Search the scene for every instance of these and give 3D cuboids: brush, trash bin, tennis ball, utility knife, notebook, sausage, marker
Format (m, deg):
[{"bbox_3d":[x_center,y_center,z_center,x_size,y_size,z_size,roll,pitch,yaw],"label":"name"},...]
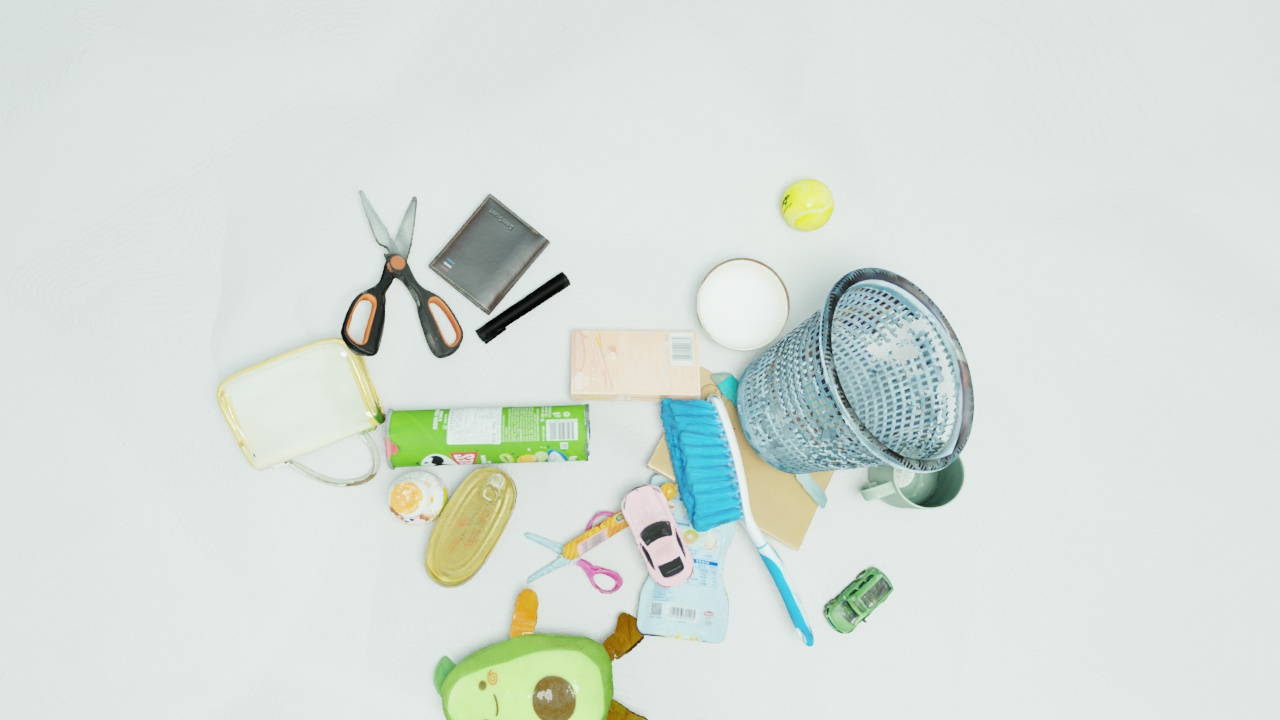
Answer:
[{"bbox_3d":[0.111,0.184,1.061,0.109,0.061,0.314,-10,77,-19],"label":"brush"},{"bbox_3d":[0.223,0.035,1.034,0.226,0.196,0.226,13,65,-30],"label":"trash bin"},{"bbox_3d":[0.209,-0.194,1.148,0.065,0.065,0.065,0,82,-4],"label":"tennis ball"},{"bbox_3d":[0.158,0.094,1.116,0.029,0.013,0.209,-34,78,-21],"label":"utility knife"},{"bbox_3d":[0.130,0.117,1.117,0.207,0.008,0.147,29,70,0],"label":"notebook"},{"bbox_3d":[-0.024,0.190,1.084,0.165,0.021,0.021,-31,85,-3],"label":"sausage"},{"bbox_3d":[-0.144,-0.065,1.132,0.132,0.020,0.022,-35,69,-7],"label":"marker"}]

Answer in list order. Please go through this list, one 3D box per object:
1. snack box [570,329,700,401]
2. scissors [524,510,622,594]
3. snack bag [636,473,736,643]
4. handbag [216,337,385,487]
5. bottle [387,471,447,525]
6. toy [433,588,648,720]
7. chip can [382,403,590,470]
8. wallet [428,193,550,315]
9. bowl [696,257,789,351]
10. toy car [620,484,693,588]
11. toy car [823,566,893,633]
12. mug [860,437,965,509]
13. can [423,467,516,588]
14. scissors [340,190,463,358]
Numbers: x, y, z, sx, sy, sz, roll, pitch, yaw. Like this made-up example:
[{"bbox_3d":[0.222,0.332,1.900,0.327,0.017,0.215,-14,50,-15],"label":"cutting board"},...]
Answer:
[{"bbox_3d":[-0.007,0.007,1.119,0.157,0.026,0.084,1,69,-3],"label":"snack box"},{"bbox_3d":[-0.075,0.238,1.099,0.133,0.017,0.128,-31,88,-3],"label":"scissors"},{"bbox_3d":[0.056,0.234,1.093,0.110,0.039,0.190,5,74,5],"label":"snack bag"},{"bbox_3d":[-0.387,0.074,1.087,0.163,0.063,0.179,-22,99,-6],"label":"handbag"},{"bbox_3d":[-0.258,0.158,1.051,0.063,0.108,0.063,0,81,-3],"label":"bottle"},{"bbox_3d":[-0.110,0.374,1.041,0.246,0.090,0.226,-5,76,-7],"label":"toy"},{"bbox_3d":[-0.177,0.089,1.083,0.236,0.072,0.072,-2,82,-4],"label":"chip can"},{"bbox_3d":[-0.186,-0.131,1.135,0.096,0.020,0.122,40,80,-8],"label":"wallet"},{"bbox_3d":[0.122,-0.064,1.127,0.113,0.062,0.113,0,83,-2],"label":"bowl"},{"bbox_3d":[0.020,0.202,1.056,0.056,0.037,0.122,-25,90,-4],"label":"toy car"},{"bbox_3d":[0.263,0.289,1.103,0.091,0.036,0.043,-41,88,-4],"label":"toy car"},{"bbox_3d":[0.312,0.140,1.088,0.111,0.106,0.082,-22,85,-7],"label":"mug"},{"bbox_3d":[-0.198,0.195,1.079,0.074,0.049,0.148,28,82,0],"label":"can"},{"bbox_3d":[-0.289,-0.093,1.108,0.222,0.022,0.220,38,55,-17],"label":"scissors"}]
